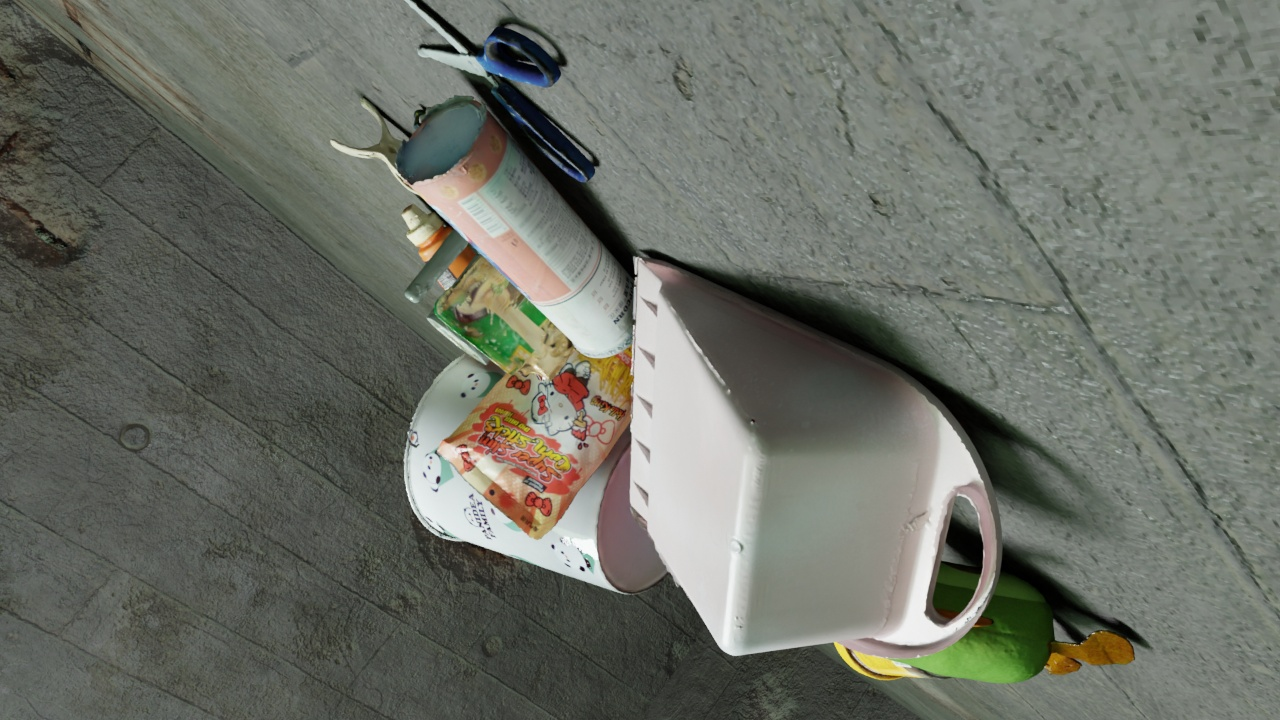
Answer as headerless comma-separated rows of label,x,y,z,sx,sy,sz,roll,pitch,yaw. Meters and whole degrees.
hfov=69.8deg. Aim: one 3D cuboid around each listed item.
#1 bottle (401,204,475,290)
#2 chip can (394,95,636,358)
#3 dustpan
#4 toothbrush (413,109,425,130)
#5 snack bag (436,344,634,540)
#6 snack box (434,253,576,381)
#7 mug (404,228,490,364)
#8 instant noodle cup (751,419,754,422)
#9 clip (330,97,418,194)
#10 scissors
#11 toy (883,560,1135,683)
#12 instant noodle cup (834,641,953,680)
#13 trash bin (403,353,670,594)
bottle,-0.210,-0.112,1.022,0.149,0.066,0.067,50,165,-24
chip can,-0.072,-0.084,0.634,0.071,0.071,0.214,28,168,41
dustpan,0.094,0.073,0.603,0.273,0.138,0.223,-121,29,-56
toothbrush,-0.139,-0.143,0.769,0.012,0.017,0.186,-7,151,18
snack bag,-0.074,0.045,0.832,0.128,0.207,0.073,39,176,5
snack box,-0.101,-0.060,0.775,0.117,0.118,0.105,42,179,-21
mug,-0.171,-0.070,0.945,0.084,0.103,0.124,25,164,50
instant noodle cup,0.082,0.107,0.704,0.194,0.065,0.194,28,125,49
clip,-0.212,-0.180,0.796,0.100,0.070,0.035,32,171,-7
scissors,-0.085,-0.164,0.528,0.162,0.012,0.176,45,169,-32
toy,0.241,0.203,0.725,0.247,0.090,0.227,11,166,7
instant noodle cup,0.265,0.260,0.907,0.118,0.118,0.115,39,162,-6
trash bin,-0.081,0.117,0.971,0.252,0.229,0.229,14,157,37
